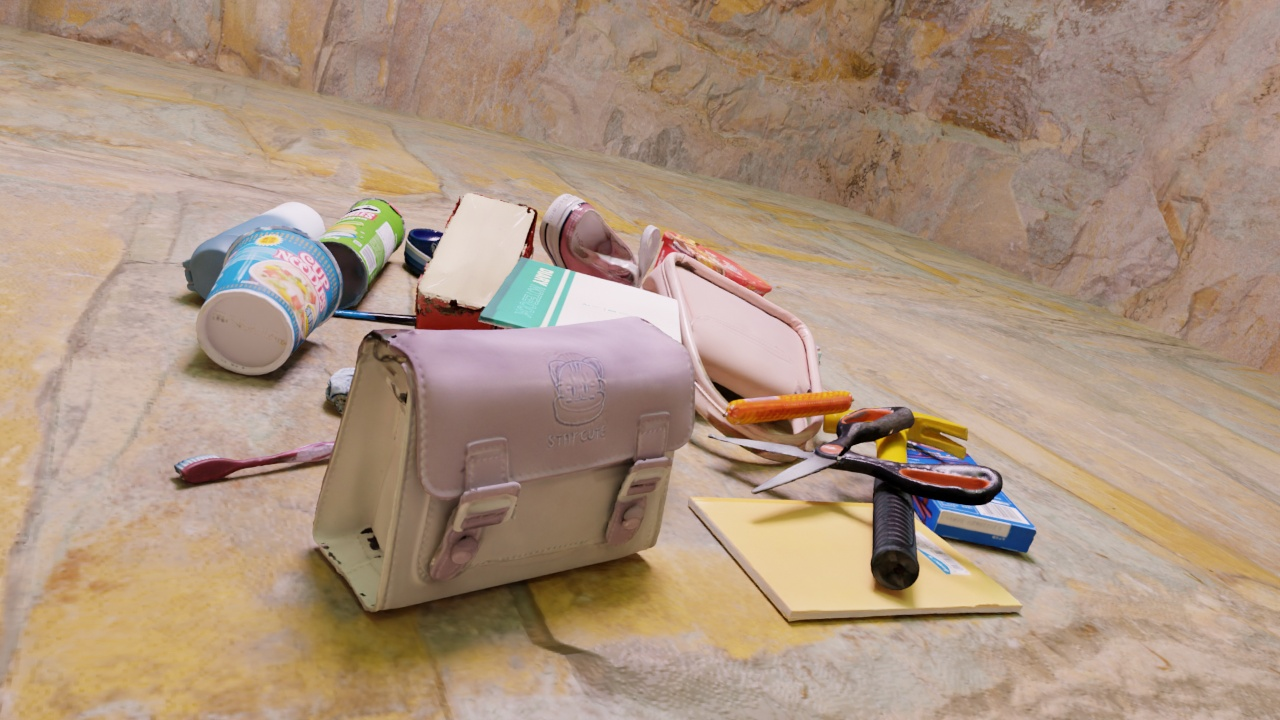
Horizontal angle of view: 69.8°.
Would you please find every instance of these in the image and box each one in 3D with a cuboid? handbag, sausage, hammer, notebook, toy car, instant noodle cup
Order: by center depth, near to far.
[{"bbox_3d":[-0.068,0.051,0.526,0.196,0.145,0.098,-3,23,-44],"label":"handbag"},{"bbox_3d":[0.154,0.140,0.667,0.206,0.010,0.146,6,19,-28],"label":"notebook"},{"bbox_3d":[-0.182,0.028,0.692,0.105,0.031,0.049,14,18,-7],"label":"toy car"},{"bbox_3d":[-0.296,-0.042,0.725,0.099,0.099,0.109,12,26,-12],"label":"instant noodle cup"},{"bbox_3d":[-0.040,-0.041,0.741,0.150,0.012,0.209,15,16,-4],"label":"notebook"},{"bbox_3d":[0.205,0.097,0.745,0.129,0.033,0.300,4,17,14],"label":"hammer"},{"bbox_3d":[0.133,0.041,0.804,0.164,0.021,0.021,-3,25,-37],"label":"sausage"},{"bbox_3d":[0.092,0.010,0.881,0.193,0.093,0.233,24,25,-22],"label":"handbag"},{"bbox_3d":[0.065,-0.068,1.042,0.138,0.109,0.137,26,13,-7],"label":"instant noodle cup"}]

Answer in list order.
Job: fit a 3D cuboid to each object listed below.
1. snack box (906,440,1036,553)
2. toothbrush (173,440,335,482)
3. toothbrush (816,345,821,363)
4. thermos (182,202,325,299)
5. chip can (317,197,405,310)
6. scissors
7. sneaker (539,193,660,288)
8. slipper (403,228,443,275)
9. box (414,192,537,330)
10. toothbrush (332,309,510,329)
[{"bbox_3d":[0.278,0.116,0.819,0.084,0.026,0.157,12,17,-5],"label":"snack box"},{"bbox_3d":[-0.209,0.058,0.603,0.017,0.016,0.187,16,15,37],"label":"toothbrush"},{"bbox_3d":[0.160,-0.004,1.108,0.189,0.029,0.020,-5,-16,-45],"label":"toothbrush"},{"bbox_3d":[-0.368,-0.106,0.893,0.070,0.070,0.220,13,18,-7],"label":"thermos"},{"bbox_3d":[-0.302,-0.118,0.975,0.072,0.072,0.235,12,18,-10],"label":"chip can"},{"bbox_3d":[0.171,0.071,0.732,0.233,0.022,0.220,10,19,25],"label":"scissors"},{"bbox_3d":[-0.035,-0.098,1.016,0.088,0.118,0.241,31,-10,20],"label":"sneaker"},{"bbox_3d":[-0.173,-0.114,1.042,0.253,0.095,0.104,26,23,38],"label":"slipper"},{"bbox_3d":[-0.159,-0.094,0.895,0.091,0.078,0.168,13,45,-2],"label":"box"},{"bbox_3d":[-0.217,-0.043,0.908,0.189,0.016,0.014,5,15,-29],"label":"toothbrush"}]
